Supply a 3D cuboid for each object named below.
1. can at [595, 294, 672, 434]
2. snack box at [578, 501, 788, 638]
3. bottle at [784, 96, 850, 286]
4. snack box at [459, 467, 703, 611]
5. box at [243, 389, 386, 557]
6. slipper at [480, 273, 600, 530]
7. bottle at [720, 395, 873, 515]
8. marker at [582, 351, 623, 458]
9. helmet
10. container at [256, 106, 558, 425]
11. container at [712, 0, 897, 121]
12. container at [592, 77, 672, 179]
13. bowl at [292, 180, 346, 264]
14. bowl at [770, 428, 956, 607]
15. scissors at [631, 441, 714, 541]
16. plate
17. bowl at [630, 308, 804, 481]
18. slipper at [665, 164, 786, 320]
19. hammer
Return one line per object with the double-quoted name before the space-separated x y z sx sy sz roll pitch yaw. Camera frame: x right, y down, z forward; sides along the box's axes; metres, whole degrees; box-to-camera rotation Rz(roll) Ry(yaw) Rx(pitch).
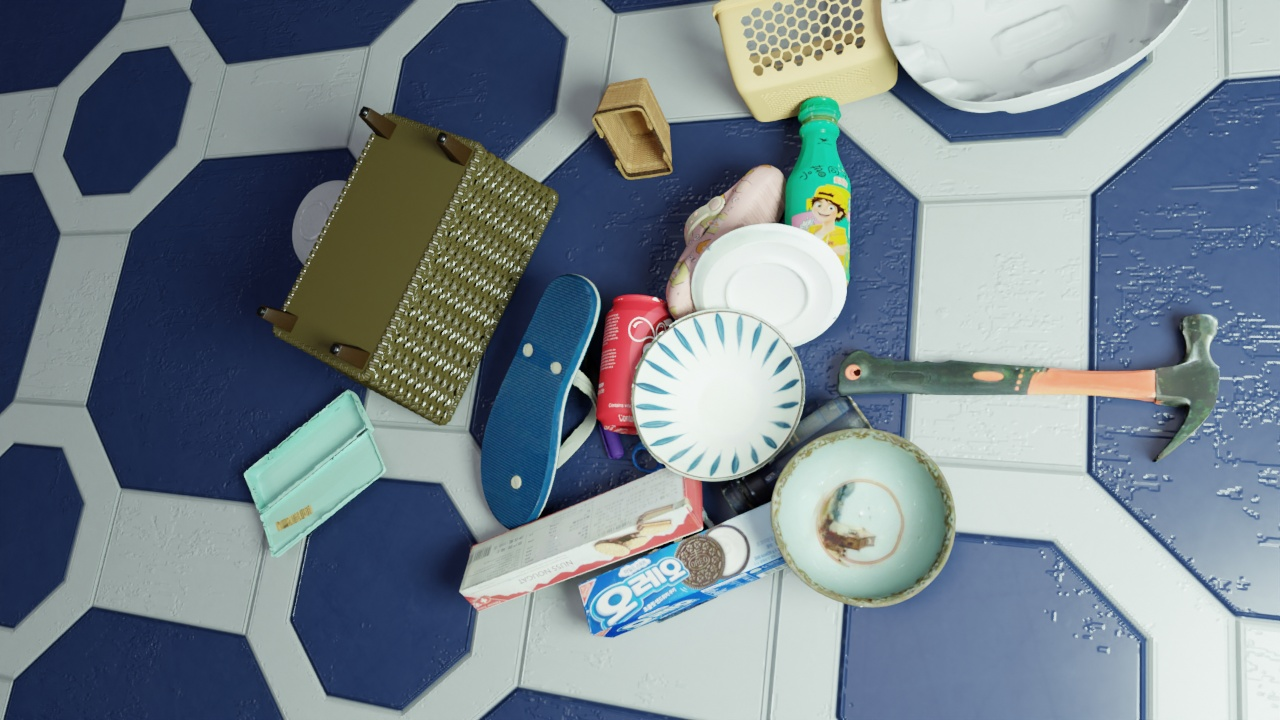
"can" -0.006 0.006 0.999 0.074 0.074 0.142 -1 75 22
"snack box" 0.050 0.214 0.927 0.227 0.059 0.059 -26 64 15
"bottle" 0.188 -0.176 0.974 0.068 0.068 0.209 -2 75 22
"snack box" -0.062 0.186 0.961 0.273 0.044 0.076 -25 28 17
"box" -0.408 0.141 1.151 0.187 0.033 0.136 -37 65 9
"slipper" -0.105 0.046 1.034 0.118 0.060 0.295 24 99 33
"bottle" 0.155 0.098 0.917 0.161 0.056 0.056 -36 65 9
"marker" -0.045 0.049 1.036 0.018 0.015 0.133 -30 66 26
"helmet" 0.375 -0.348 0.876 0.282 0.184 0.224 -25 70 0
"container" -0.274 -0.118 1.071 0.176 0.205 0.321 23 85 26
"container" 0.182 -0.368 0.997 0.184 0.129 0.167 -10 79 20
"container" -0.005 -0.270 1.062 0.063 0.114 0.061 -4 61 21
"bowl" -0.407 -0.175 1.210 0.132 0.064 0.131 -6 78 28
"bowl" 0.204 0.149 0.856 0.160 0.094 0.159 -3 75 10
"scissors" 0.034 0.134 0.984 0.104 0.015 0.133 -5 78 17
"plate" 0.129 -0.069 0.931 0.157 0.157 0.014 -11 37 19
"bowl" 0.084 0.041 0.941 0.177 0.071 0.177 -5 73 18
"slipper" 0.081 -0.132 0.998 0.081 0.093 0.197 33 88 37
"hammer" 0.355 0.019 0.874 0.334 0.033 0.133 3 77 24
